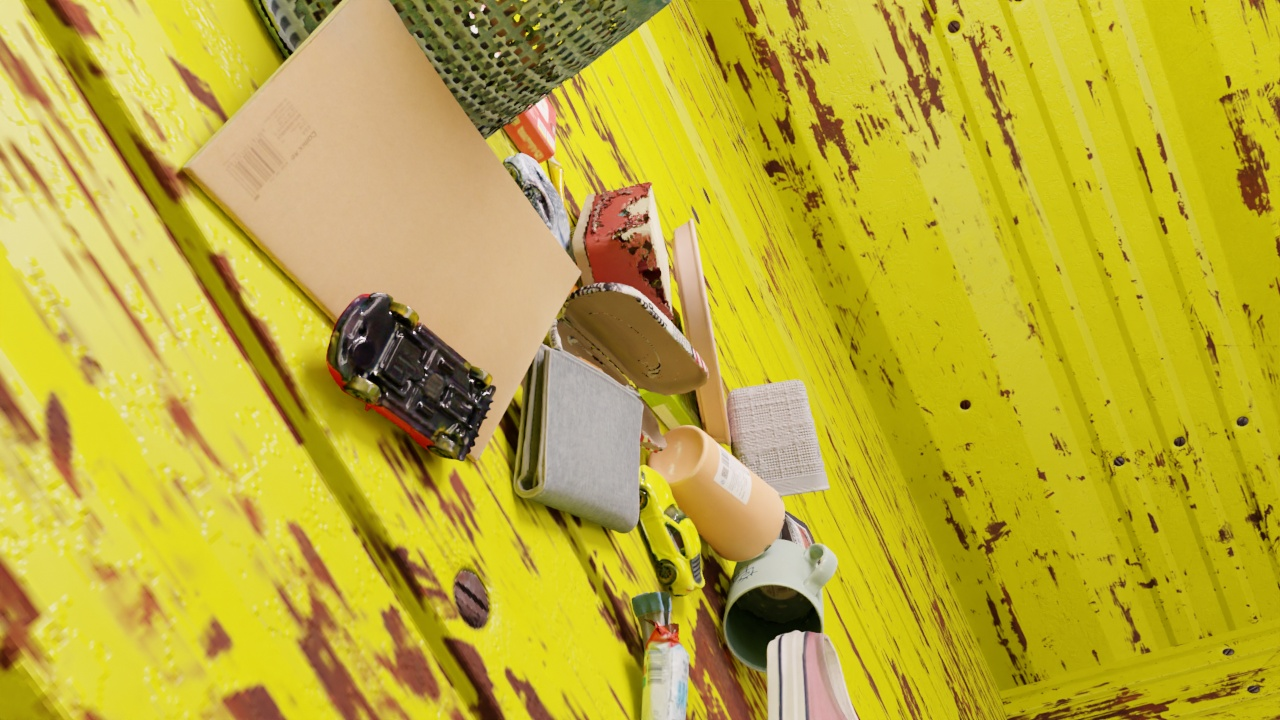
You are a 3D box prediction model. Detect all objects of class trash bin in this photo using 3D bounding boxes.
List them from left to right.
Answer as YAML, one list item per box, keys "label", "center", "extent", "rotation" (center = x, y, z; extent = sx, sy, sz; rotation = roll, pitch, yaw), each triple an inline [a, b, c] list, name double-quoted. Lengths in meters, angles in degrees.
- label: "trash bin"
  center: [-0.093, -0.246, 0.558]
  extent: [0.226, 0.195, 0.226]
  rotation: [56, 20, -33]

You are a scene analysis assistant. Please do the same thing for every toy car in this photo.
- label: "toy car"
  center: [-0.112, 0.008, 0.447]
  extent: [0.106, 0.031, 0.049]
  rotation: [49, 54, -50]
- label: "toy car"
  center: [-0.076, -0.113, 0.720]
  extent: [0.105, 0.031, 0.049]
  rotation: [69, 18, 3]
- label: "toy car"
  center: [0.022, 0.129, 0.710]
  extent: [0.105, 0.032, 0.048]
  rotation: [67, 18, 4]

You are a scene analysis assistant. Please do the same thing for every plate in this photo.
- label: "plate"
  center: [0.059, -0.026, 0.918]
  extent: [0.229, 0.028, 0.229]
  rotation: [-7, 88, -86]

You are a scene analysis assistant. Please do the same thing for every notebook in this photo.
- label: "notebook"
  center: [-0.115, -0.068, 0.484]
  extent: [0.211, 0.012, 0.149]
  rotation: [54, 47, -37]

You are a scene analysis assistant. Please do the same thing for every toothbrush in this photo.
- label: "toothbrush"
  center: [-0.073, -0.175, 0.827]
  extent: [0.016, 0.018, 0.191]
  rotation: [36, 37, -62]

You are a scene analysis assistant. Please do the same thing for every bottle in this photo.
- label: "bottle"
  center: [0.142, 0.190, 0.971]
  extent: [0.195, 0.044, 0.079]
  rotation: [37, 34, -57]

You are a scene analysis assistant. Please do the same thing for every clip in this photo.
- label: "clip"
  center: [0.012, 0.186, 0.621]
  extent: [0.035, 0.025, 0.057]
  rotation: [22, 53, -58]

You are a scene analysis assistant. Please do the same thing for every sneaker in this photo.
- label: "sneaker"
  center: [0.131, 0.276, 0.559]
  extent: [0.240, 0.088, 0.118]
  rotation: [-88, 154, -43]

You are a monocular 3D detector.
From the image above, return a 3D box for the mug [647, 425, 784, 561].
- label: "mug"
  center: [0.062, 0.111, 0.786]
  extent: [0.123, 0.078, 0.078]
  rotation: [46, 27, -39]

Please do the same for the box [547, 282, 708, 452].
- label: "box"
  center: [-0.003, 0.003, 0.702]
  extent: [0.162, 0.087, 0.075]
  rotation: [42, 16, -47]

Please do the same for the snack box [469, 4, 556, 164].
- label: "snack box"
  center: [-0.119, -0.241, 0.760]
  extent: [0.153, 0.025, 0.075]
  rotation: [53, 21, -40]

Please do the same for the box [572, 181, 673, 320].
- label: "box"
  center: [-0.004, -0.094, 0.780]
  extent: [0.168, 0.078, 0.091]
  rotation: [-88, 164, -66]

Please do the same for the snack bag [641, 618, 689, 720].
- label: "snack bag"
  center: [0.015, 0.214, 0.575]
  extent: [0.045, 0.026, 0.105]
  rotation: [56, 33, -56]

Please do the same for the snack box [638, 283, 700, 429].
- label: "snack box"
  center: [0.019, -0.010, 0.884]
  extent: [0.086, 0.026, 0.156]
  rotation: [51, 23, -45]

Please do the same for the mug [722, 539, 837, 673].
- label: "mug"
  center: [0.127, 0.200, 0.799]
  extent: [0.082, 0.112, 0.106]
  rotation: [43, 17, 0]

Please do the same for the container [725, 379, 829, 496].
- label: "container"
  center: [0.136, 0.084, 0.947]
  extent: [0.090, 0.090, 0.114]
  rotation: [73, 8, -81]

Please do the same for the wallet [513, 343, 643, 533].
- label: "wallet"
  center: [-0.040, 0.051, 0.605]
  extent: [0.129, 0.037, 0.106]
  rotation: [36, 51, -57]

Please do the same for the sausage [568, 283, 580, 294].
- label: "sausage"
  center: [-0.080, -0.064, 0.663]
  extent: [0.165, 0.021, 0.021]
  rotation: [30, 41, -63]
